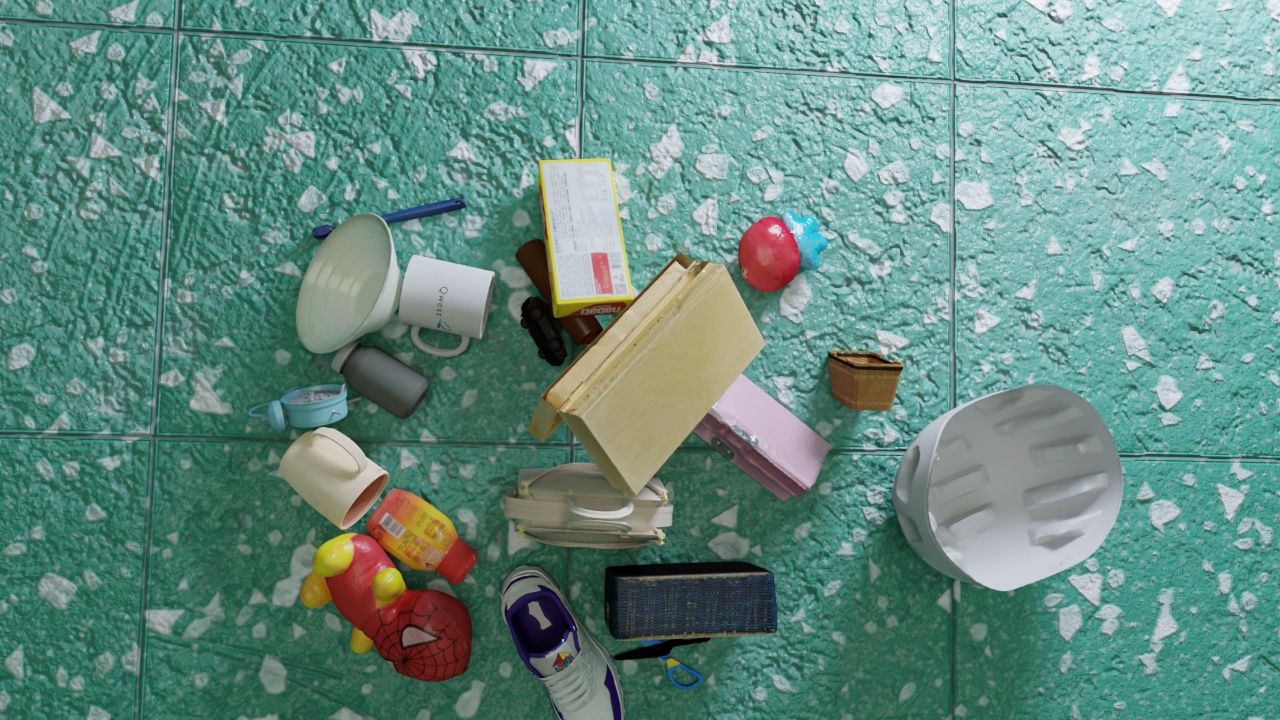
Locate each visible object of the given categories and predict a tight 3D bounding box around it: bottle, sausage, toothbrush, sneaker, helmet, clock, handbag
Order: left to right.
[{"bbox_3d":[-0.399,0.052,1.076,0.123,0.087,0.042,-4,106,6],"label":"clock"},{"bbox_3d":[-0.313,0.020,1.103,0.108,0.060,0.060,33,83,-3],"label":"bottle"},{"bbox_3d":[-0.311,-0.177,1.137,0.190,0.017,0.016,-13,88,-7],"label":"toothbrush"},{"bbox_3d":[-0.259,0.214,1.102,0.134,0.048,0.071,36,81,-3],"label":"bottle"},{"bbox_3d":[-0.101,-0.084,1.129,0.040,0.040,0.155,-33,77,-7],"label":"sausage"},{"bbox_3d":[-0.087,0.357,1.080,0.091,0.111,0.244,-30,90,-7],"label":"sneaker"},{"bbox_3d":[-0.058,0.172,1.051,0.194,0.198,0.101,4,86,-6],"label":"handbag"},{"bbox_3d":[0.444,0.147,1.113,0.282,0.184,0.224,-27,95,0],"label":"helmet"}]

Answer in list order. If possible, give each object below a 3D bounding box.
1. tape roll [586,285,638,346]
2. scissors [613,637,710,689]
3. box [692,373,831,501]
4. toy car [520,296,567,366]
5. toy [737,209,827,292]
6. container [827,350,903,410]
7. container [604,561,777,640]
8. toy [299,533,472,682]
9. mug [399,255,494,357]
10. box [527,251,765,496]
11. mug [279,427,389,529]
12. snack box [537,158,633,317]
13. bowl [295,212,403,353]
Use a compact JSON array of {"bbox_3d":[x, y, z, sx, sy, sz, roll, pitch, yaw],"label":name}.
[{"bbox_3d":[-0.042,-0.059,1.157,0.094,0.019,0.094,0,87,-6],"label":"tape roll"},{"bbox_3d":[0.030,0.352,1.142,0.131,0.018,0.109,32,81,-5],"label":"scissors"},{"bbox_3d":[0.121,0.079,1.159,0.232,0.080,0.098,37,48,-3],"label":"box"},{"bbox_3d":[-0.116,-0.037,1.138,0.036,0.042,0.091,-30,90,-30],"label":"toy car"},{"bbox_3d":[0.179,-0.142,1.170,0.132,0.062,0.092,-26,102,-25],"label":"toy"},{"bbox_3d":[0.277,0.024,1.145,0.063,0.114,0.061,2,99,-6],"label":"container"},{"bbox_3d":[0.054,0.279,1.083,0.187,0.145,0.071,-1,83,-6],"label":"container"},{"bbox_3d":[-0.284,0.288,1.061,0.216,0.148,0.098,35,49,-1],"label":"toy"},{"bbox_3d":[-0.236,-0.060,1.113,0.096,0.083,0.120,12,114,-5],"label":"mug"},{"bbox_3d":[0.000,0.002,1.035,0.179,0.142,0.247,25,60,33],"label":"box"},{"bbox_3d":[-0.358,0.126,1.070,0.104,0.112,0.085,34,40,6],"label":"mug"},{"bbox_3d":[-0.070,-0.151,1.117,0.092,0.042,0.200,-5,69,-11],"label":"snack box"},{"bbox_3d":[-0.331,-0.083,1.087,0.057,0.177,0.176,27,82,-47],"label":"bowl"}]
